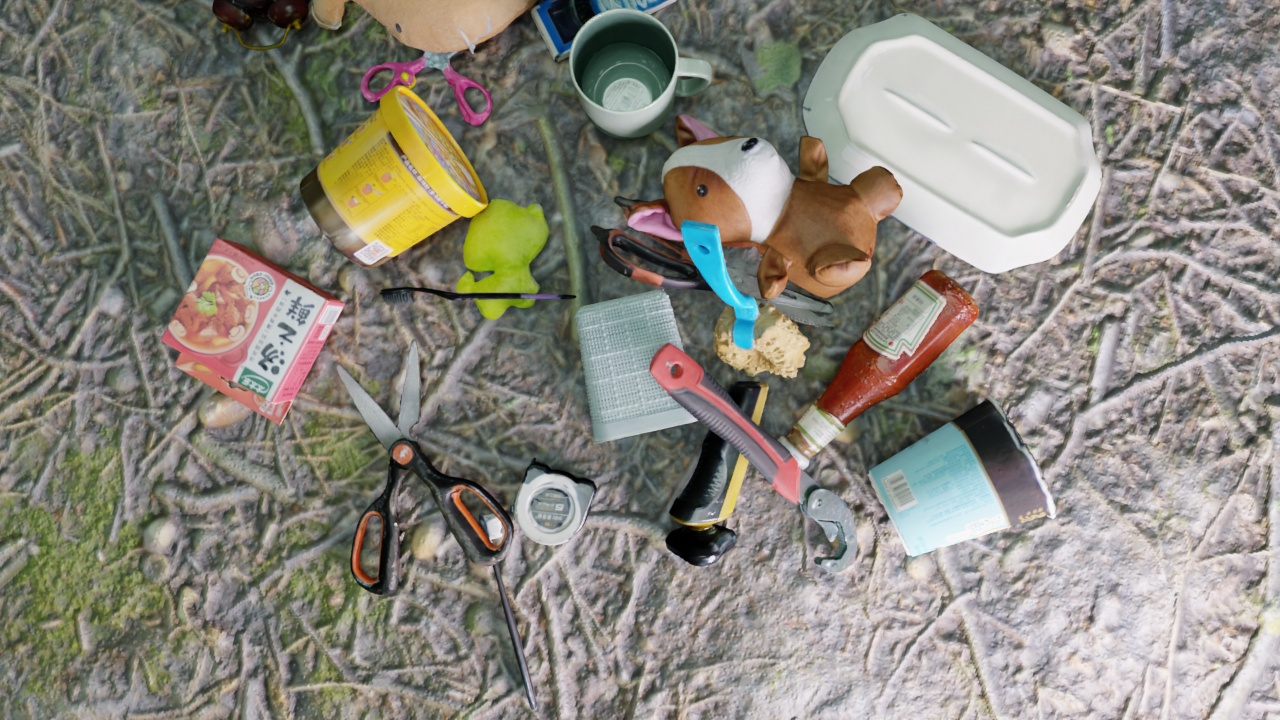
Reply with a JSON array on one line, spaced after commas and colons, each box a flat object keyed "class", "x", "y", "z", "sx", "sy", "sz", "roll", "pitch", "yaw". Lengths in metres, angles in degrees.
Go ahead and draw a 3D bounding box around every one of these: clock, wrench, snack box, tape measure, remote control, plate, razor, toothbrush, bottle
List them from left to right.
[{"class": "snack box", "x": -0.342, "y": -0.023, "z": 0.800, "sx": 0.113, "sy": 0.044, "sz": 0.127, "roll": 29, "pitch": 92, "yaw": 1}, {"class": "clock", "x": -0.327, "y": -0.327, "z": 0.787, "sx": 0.082, "sy": 0.055, "sz": 0.122, "roll": -2, "pitch": 93, "yaw": 1}, {"class": "toothbrush", "x": -0.142, "y": -0.053, "z": 0.785, "sx": 0.189, "sy": 0.014, "sz": 0.017, "roll": 3, "pitch": 106, "yaw": 19}, {"class": "toothbrush", "x": -0.114, "y": 0.223, "z": 0.815, "sx": 0.018, "sy": 0.016, "sz": 0.181, "roll": -13, "pitch": 90, "yaw": -7}, {"class": "tape measure", "x": -0.077, "y": 0.127, "z": 0.802, "sx": 0.066, "sy": 0.033, "sz": 0.066, "roll": 21, "pitch": 90, "yaw": 3}, {"class": "remote control", "x": -0.029, "y": -0.308, "z": 0.794, "sx": 0.125, "sy": 0.024, "sz": 0.049, "roll": -26, "pitch": 90, "yaw": 1}, {"class": "razor", "x": 0.072, "y": 0.095, "z": 0.793, "sx": 0.067, "sy": 0.062, "sz": 0.167, "roll": 22, "pitch": 86, "yaw": -29}, {"class": "wrench", "x": 0.100, "y": 0.082, "z": 0.751, "sx": 0.273, "sy": 0.016, "sz": 0.056, "roll": 47, "pitch": 71, "yaw": -24}, {"class": "bottle", "x": 0.195, "y": 0.013, "z": 0.781, "sx": 0.060, "sy": 0.059, "sz": 0.206, "roll": 43, "pitch": 98, "yaw": 0}, {"class": "plate", "x": 0.270, "y": -0.188, "z": 0.784, "sx": 0.266, "sy": 0.034, "sz": 0.162, "roll": 33, "pitch": 92, "yaw": 1}]

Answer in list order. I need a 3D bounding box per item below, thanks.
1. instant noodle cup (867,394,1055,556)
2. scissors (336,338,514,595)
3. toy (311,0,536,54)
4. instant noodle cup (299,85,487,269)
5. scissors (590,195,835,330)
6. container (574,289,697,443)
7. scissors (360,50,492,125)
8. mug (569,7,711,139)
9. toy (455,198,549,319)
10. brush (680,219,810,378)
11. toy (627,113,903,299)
[{"class": "instant noodle cup", "x": 0.260, "y": 0.104, "z": 0.763, "sx": 0.120, "sy": 0.111, "sz": 0.111, "roll": -28, "pitch": 90, "yaw": 10}, {"class": "scissors", "x": -0.205, "y": 0.105, "z": 0.806, "sx": 0.221, "sy": 0.021, "sz": 0.228, "roll": 33, "pitch": 96, "yaw": 8}, {"class": "toy", "x": -0.171, "y": -0.326, "z": 0.773, "sx": 0.226, "sy": 0.082, "sz": 0.143, "roll": -28, "pitch": 81, "yaw": 2}, {"class": "instant noodle cup", "x": -0.207, "y": -0.145, "z": 0.762, "sx": 0.114, "sy": 0.118, "sz": 0.118, "roll": -34, "pitch": 90, "yaw": 9}, {"class": "scissors", "x": 0.067, "y": -0.083, "z": 0.788, "sx": 0.204, "sy": 0.015, "sz": 0.198, "roll": -14, "pitch": 60, "yaw": -33}, {"class": "container", "x": -0.005, "y": 0.005, "z": 0.771, "sx": 0.090, "sy": 0.090, "sz": 0.111, "roll": -13, "pitch": 88, "yaw": 2}, {"class": "scissors", "x": -0.180, "y": -0.259, "z": 0.806, "sx": 0.133, "sy": 0.017, "sz": 0.134, "roll": -35, "pitch": 86, "yaw": -1}, {"class": "mug", "x": 0.002, "y": -0.231, "z": 0.754, "sx": 0.112, "sy": 0.106, "sz": 0.082, "roll": -1, "pitch": 90, "yaw": 2}, {"class": "toy", "x": -0.121, "y": -0.091, "z": 0.799, "sx": 0.097, "sy": 0.031, "sz": 0.100, "roll": -20, "pitch": 91, "yaw": 4}, {"class": "brush", "x": 0.074, "y": -0.042, "z": 0.698, "sx": 0.083, "sy": 0.254, "sz": 0.045, "roll": 14, "pitch": 76, "yaw": 23}, {"class": "toy", "x": 0.101, "y": -0.128, "z": 0.751, "sx": 0.199, "sy": 0.131, "sz": 0.139, "roll": 24, "pitch": 64, "yaw": 11}]
